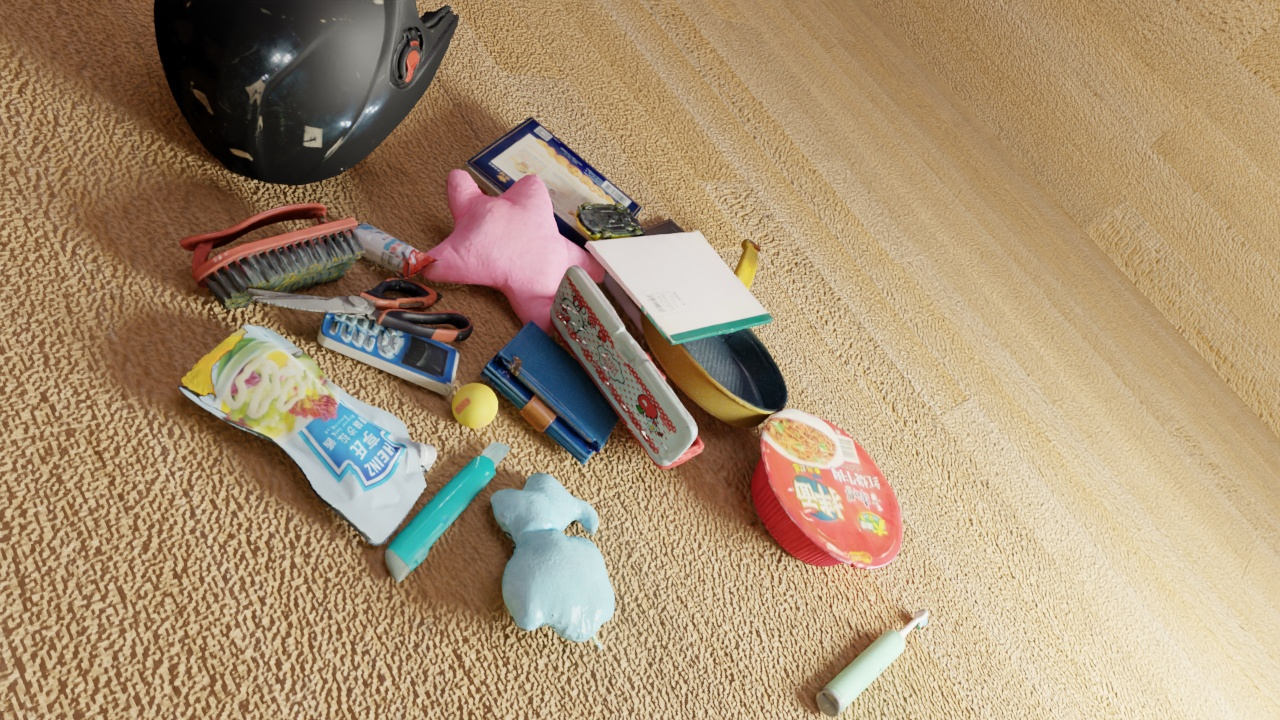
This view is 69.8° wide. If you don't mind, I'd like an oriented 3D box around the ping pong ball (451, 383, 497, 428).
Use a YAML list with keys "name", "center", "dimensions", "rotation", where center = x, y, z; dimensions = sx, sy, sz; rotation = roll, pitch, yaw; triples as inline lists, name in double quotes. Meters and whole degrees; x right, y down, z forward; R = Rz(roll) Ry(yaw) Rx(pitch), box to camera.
- name: "ping pong ball"
  center: [-0.147, 0.040, 0.812]
  dimensions: [0.040, 0.040, 0.040]
  rotation: [24, 40, -22]

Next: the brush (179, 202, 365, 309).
- name: "brush"
  center: [-0.313, -0.092, 0.779]
  dimensions: [0.145, 0.063, 0.069]
  rotation: [-30, 87, -50]

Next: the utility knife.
- name: "utility knife"
  center: [-0.154, 0.117, 0.751]
  dimensions: [0.029, 0.013, 0.179]
  rotation: [44, 37, -3]

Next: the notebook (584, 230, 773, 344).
- name: "notebook"
  center: [0.050, -0.086, 1.023]
  dimensions: [0.208, 0.012, 0.150]
  rotation: [-14, 59, -52]

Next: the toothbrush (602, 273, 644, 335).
- name: "toothbrush"
  center: [0.015, -0.030, 1.048]
  dimensions: [0.021, 0.029, 0.189]
  rotation: [-37, 77, -12]

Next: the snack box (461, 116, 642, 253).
- name: "snack box"
  center: [-0.104, -0.191, 1.081]
  dimensions: [0.178, 0.046, 0.182]
  rotation: [39, 36, -5]

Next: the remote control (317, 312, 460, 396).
- name: "remote control"
  center: [-0.221, -0.010, 0.811]
  dimensions: [0.125, 0.024, 0.049]
  rotation: [24, 40, -21]

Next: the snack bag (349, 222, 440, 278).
- name: "snack bag"
  center: [-0.243, -0.106, 0.872]
  dimensions: [0.104, 0.026, 0.048]
  rotation: [28, 34, 12]

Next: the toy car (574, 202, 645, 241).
- name: "toy car"
  center: [-0.038, -0.151, 1.034]
  dimensions: [0.105, 0.032, 0.048]
  rotation: [-12, 63, -55]

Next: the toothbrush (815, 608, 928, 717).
- name: "toothbrush"
  center: [0.239, 0.293, 0.916]
  dimensions: [0.223, 0.026, 0.027]
  rotation: [-16, 104, -49]

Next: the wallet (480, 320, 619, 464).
- name: "wallet"
  center: [-0.081, 0.029, 0.886]
  dimensions: [0.133, 0.040, 0.106]
  rotation: [41, 30, -5]

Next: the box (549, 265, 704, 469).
- name: "box"
  center: [-0.016, 0.012, 0.886]
  dimensions: [0.201, 0.073, 0.155]
  rotation: [53, -2, 13]

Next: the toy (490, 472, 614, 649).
- name: "toy"
  center: [-0.069, 0.163, 0.751]
  dimensions: [0.156, 0.050, 0.161]
  rotation: [44, 28, 16]

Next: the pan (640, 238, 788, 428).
- name: "pan"
  center: [0.106, -0.056, 1.101]
  dimensions: [0.197, 0.078, 0.356]
  rotation: [40, 26, -12]

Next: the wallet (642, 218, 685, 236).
- name: "wallet"
  center: [0.041, -0.138, 1.184]
  dimensions: [0.096, 0.020, 0.122]
  rotation: [47, 35, 8]

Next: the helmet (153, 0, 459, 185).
- name: "helmet"
  center: [-0.309, -0.293, 0.821]
  dimensions: [0.233, 0.275, 0.229]
  rotation: [27, 65, -5]

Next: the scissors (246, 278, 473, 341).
- name: "scissors"
  center: [-0.244, -0.054, 0.806]
  dimensions: [0.207, 0.015, 0.191]
  rotation: [25, 21, -19]

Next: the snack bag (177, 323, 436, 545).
- name: "snack bag"
  center: [-0.250, 0.052, 0.713]
  dimensions: [0.191, 0.039, 0.110]
  rotation: [38, 27, -7]

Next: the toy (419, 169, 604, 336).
- name: "toy"
  center: [-0.123, -0.121, 0.956]
  dimensions: [0.194, 0.075, 0.178]
  rotation: [26, 63, -23]

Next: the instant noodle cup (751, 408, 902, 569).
- name: "instant noodle cup"
  center: [0.189, 0.148, 0.985]
  dimensions: [0.193, 0.066, 0.193]
  rotation: [23, 41, -22]
